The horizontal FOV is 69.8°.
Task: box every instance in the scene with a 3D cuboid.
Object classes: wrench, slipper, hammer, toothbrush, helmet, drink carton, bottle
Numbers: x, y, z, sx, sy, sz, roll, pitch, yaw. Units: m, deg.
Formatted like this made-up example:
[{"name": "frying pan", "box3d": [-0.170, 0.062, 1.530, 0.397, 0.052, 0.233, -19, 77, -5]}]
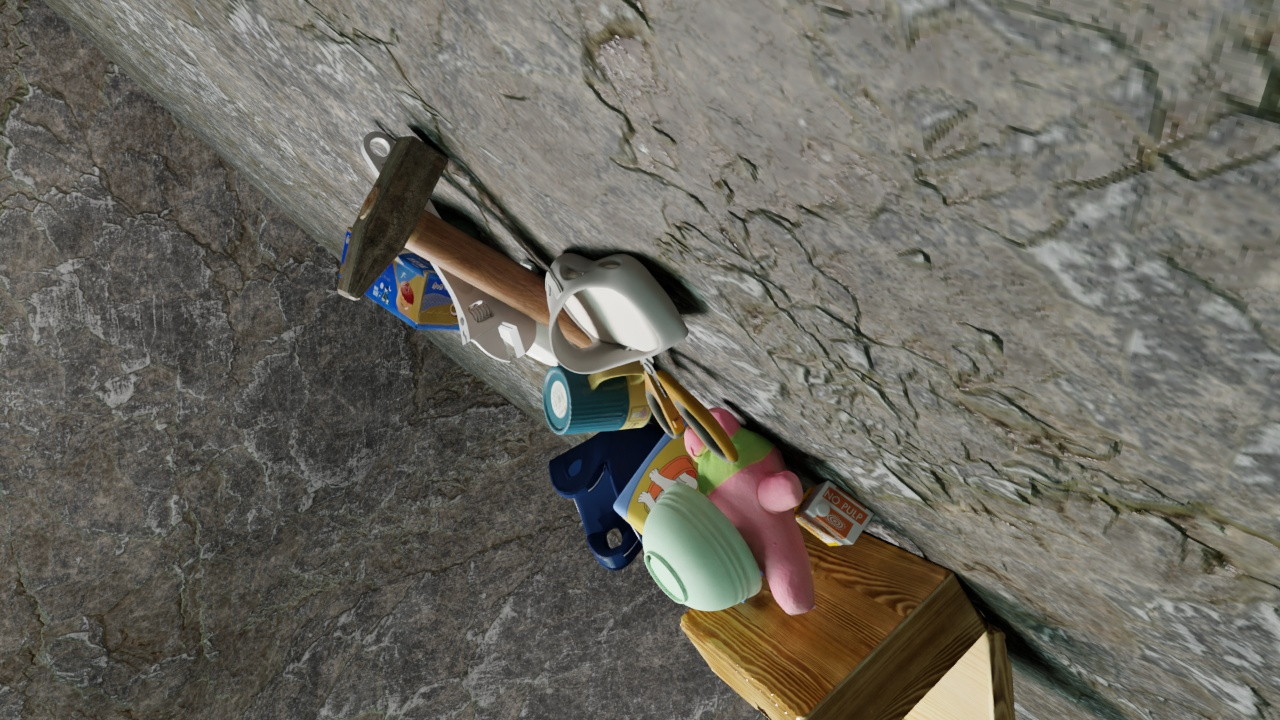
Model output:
[{"name": "wrench", "box3d": [-0.198, -0.120, 0.955, 0.018, 0.086, 0.273, -24, 98, 51]}, {"name": "slipper", "box3d": [-0.045, -0.033, 0.823, 0.113, 0.080, 0.266, 51, 167, -17]}, {"name": "hammer", "box3d": [-0.145, -0.077, 0.923, 0.300, 0.158, 0.037, 29, 174, -35]}, {"name": "toothbrush", "box3d": [-0.104, -0.072, 1.091, 0.017, 0.012, 0.187, 31, 168, 24]}, {"name": "helmet", "box3d": [0.006, 0.216, 1.372, 0.272, 0.223, 0.232, -110, -2, -46]}, {"name": "drink carton", "box3d": [0.208, 0.170, 1.010, 0.058, 0.040, 0.122, 36, 170, 7]}, {"name": "bottle", "box3d": [-0.257, -0.161, 1.103, 0.174, 0.055, 0.055, 29, 167, 46]}]

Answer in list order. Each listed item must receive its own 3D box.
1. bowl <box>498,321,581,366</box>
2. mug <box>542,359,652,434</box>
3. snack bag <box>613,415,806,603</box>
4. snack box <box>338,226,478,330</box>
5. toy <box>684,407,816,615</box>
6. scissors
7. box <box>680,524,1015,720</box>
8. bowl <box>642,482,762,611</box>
[{"name": "bowl", "box3d": [-0.112, -0.041, 1.049, 0.116, 0.065, 0.116, 26, 167, 7]}, {"name": "mug", "box3d": [-0.043, 0.033, 1.041, 0.114, 0.107, 0.083, -49, 51, 51]}, {"name": "snack bag", "box3d": [0.093, 0.183, 1.137, 0.205, 0.158, 0.102, 28, 165, 38]}, {"name": "snack box", "box3d": [-0.252, -0.099, 1.128, 0.154, 0.069, 0.203, 3, -161, -44]}, {"name": "toy", "box3d": [0.128, 0.161, 0.993, 0.236, 0.096, 0.192, 63, 164, 10]}, {"name": "scissors", "box3d": [0.019, 0.024, 0.950, 0.225, 0.016, 0.217, 51, 166, 9]}, {"name": "box", "box3d": [0.286, 0.372, 1.098, 0.323, 0.283, 0.279, 54, 165, -18]}, {"name": "bowl", "box3d": [0.054, 0.214, 0.999, 0.151, 0.076, 0.151, 43, 154, 27]}]
